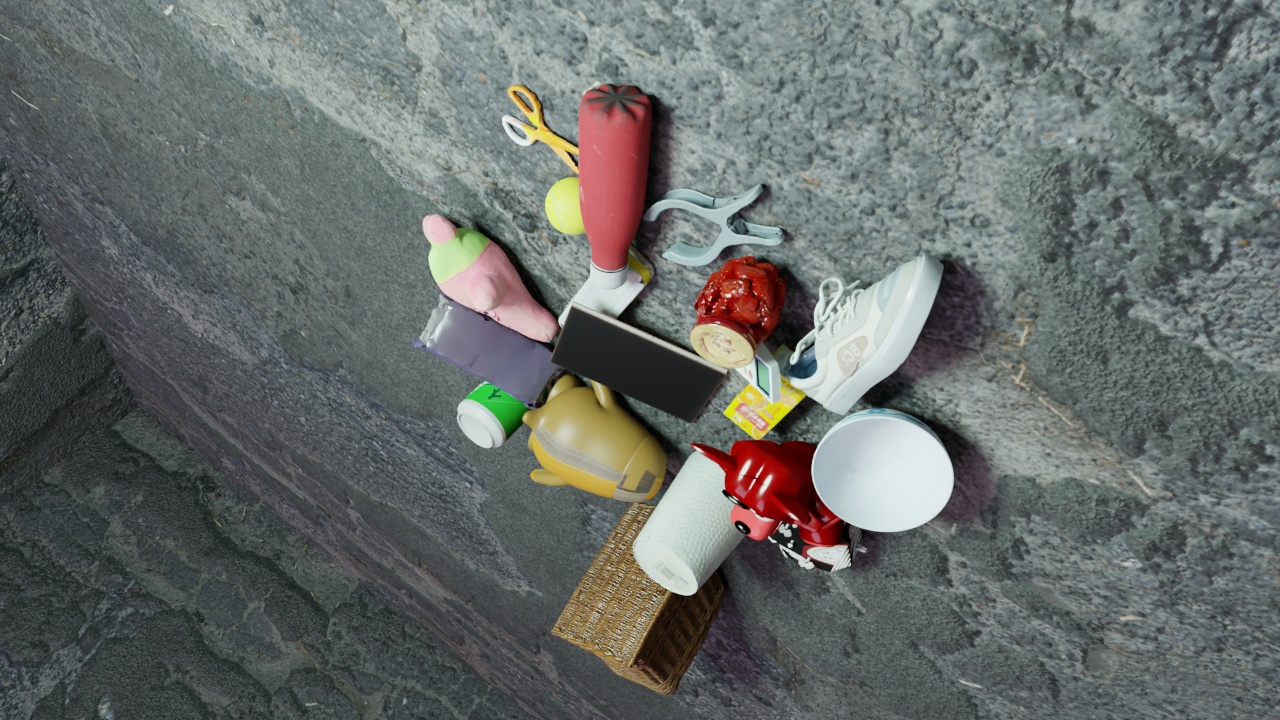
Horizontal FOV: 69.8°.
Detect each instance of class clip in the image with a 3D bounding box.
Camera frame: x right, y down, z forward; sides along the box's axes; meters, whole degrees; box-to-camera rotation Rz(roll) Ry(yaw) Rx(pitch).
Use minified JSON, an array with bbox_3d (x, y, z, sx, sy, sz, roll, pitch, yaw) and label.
[{"bbox_3d":[0.085,-0.126,0.981,0.167,0.028,0.127,3,131,46],"label":"clip"}]

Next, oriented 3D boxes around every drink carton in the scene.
[{"bbox_3d":[0.152,0.042,1.083,0.058,0.042,0.135,39,147,4],"label":"drink carton"}]

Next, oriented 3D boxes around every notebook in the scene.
[{"bbox_3d":[-0.007,0.007,1.183,0.209,0.008,0.142,24,146,-3],"label":"notebook"}]

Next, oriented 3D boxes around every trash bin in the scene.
[{"bbox_3d":[0.077,0.226,1.258,0.133,0.160,0.133,27,143,22],"label":"trash bin"}]

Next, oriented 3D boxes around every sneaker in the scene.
[{"bbox_3d":[0.206,-0.027,0.902,0.091,0.089,0.243,24,149,0],"label":"sneaker"}]

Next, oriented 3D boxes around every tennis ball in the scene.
[{"bbox_3d":[-0.077,-0.178,1.055,0.065,0.065,0.065,27,144,22],"label":"tennis ball"}]

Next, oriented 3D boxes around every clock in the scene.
[{"bbox_3d":[0.211,0.225,1.198,0.155,0.064,0.115,-8,123,45],"label":"clock"}]

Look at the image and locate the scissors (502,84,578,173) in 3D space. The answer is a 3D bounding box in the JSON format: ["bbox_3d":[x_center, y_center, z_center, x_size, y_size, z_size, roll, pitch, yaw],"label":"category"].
[{"bbox_3d":[-0.112,-0.253,1.056,0.133,0.012,0.097,49,147,-6],"label":"scissors"}]

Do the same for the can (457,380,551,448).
[{"bbox_3d":[-0.204,0.060,1.384,0.088,0.139,0.088,27,144,22],"label":"can"}]

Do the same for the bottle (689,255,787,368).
[{"bbox_3d":[0.104,-0.050,0.967,0.099,0.111,0.099,18,149,12],"label":"bottle"}]

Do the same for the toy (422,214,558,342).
[{"bbox_3d":[-0.208,-0.104,1.251,0.236,0.097,0.192,42,179,-18],"label":"toy"}]

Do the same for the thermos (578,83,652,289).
[{"bbox_3d":[-0.031,-0.175,0.989,0.073,0.073,0.240,28,140,21],"label":"thermos"}]

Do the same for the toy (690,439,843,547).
[{"bbox_3d":[0.155,0.149,1.061,0.158,0.120,0.197,37,-169,28],"label":"toy"}]

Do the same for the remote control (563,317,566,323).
[{"bbox_3d":[-0.030,-0.016,1.191,0.151,0.019,0.074,22,146,1],"label":"remote control"}]

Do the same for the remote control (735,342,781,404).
[{"bbox_3d":[0.119,-0.011,1.027,0.143,0.024,0.050,48,153,50],"label":"remote control"}]

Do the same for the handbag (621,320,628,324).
[{"bbox_3d":[-0.035,-0.012,1.236,0.055,0.029,0.120,31,140,9],"label":"handbag"}]

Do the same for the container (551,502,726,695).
[{"bbox_3d":[0.020,0.384,1.439,0.162,0.249,0.183,10,144,39],"label":"container"}]

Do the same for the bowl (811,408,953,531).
[{"bbox_3d":[0.262,0.105,0.992,0.144,0.074,0.144,8,119,14],"label":"bowl"}]

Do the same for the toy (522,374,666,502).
[{"bbox_3d":[-0.053,0.122,1.314,0.203,0.162,0.199,30,105,15],"label":"toy"}]

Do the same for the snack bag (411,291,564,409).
[{"bbox_3d":[-0.208,-0.012,1.299,0.205,0.096,0.058,29,180,-16],"label":"snack bag"}]

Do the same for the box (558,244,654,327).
[{"bbox_3d":[-0.048,-0.079,1.167,0.064,0.033,0.210,42,148,-2],"label":"box"}]
